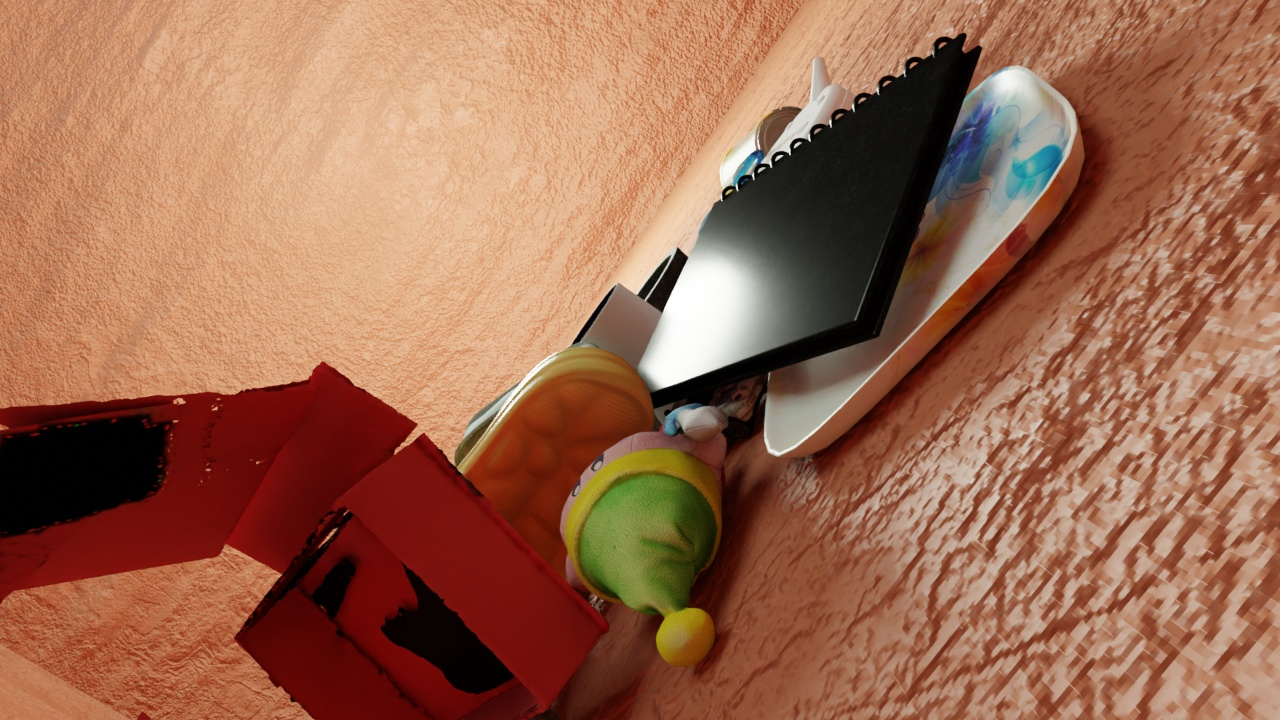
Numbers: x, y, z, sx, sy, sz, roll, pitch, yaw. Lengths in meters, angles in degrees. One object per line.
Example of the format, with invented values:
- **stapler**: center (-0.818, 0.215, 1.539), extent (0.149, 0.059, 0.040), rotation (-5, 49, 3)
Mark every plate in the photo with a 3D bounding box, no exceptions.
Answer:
- **plate**: center (0.123, -0.046, 0.425), extent (0.187, 0.016, 0.186), rotation (-51, 8, 27)

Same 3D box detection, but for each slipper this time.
- **slipper**: center (-0.081, 0.109, 0.536), extent (0.264, 0.099, 0.078), rotation (-53, 27, 22)

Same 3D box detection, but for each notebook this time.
- **notebook**: center (0.074, -0.062, 0.495), extent (0.232, 0.019, 0.168), rotation (-24, 38, 63)

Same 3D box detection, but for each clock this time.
- **clock**: center (0.112, -0.131, 0.650), extent (0.160, 0.073, 0.125), rotation (-56, 7, -7)

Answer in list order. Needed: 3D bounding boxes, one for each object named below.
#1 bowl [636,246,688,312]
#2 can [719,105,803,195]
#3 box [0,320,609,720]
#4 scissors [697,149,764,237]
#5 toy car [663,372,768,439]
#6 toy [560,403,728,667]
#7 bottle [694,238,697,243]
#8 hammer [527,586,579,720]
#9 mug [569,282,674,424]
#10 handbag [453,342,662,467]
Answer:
- **bowl**: center (0.023, -0.046, 0.903), extent (0.121, 0.056, 0.121), rotation (-54, 8, 10)
- **can**: center (0.120, -0.185, 0.851), extent (0.067, 0.067, 0.105), rotation (-57, 8, -14)
- **box**: center (-0.191, 0.093, 0.453), extent (0.212, 0.315, 0.123), rotation (-43, 25, 43)
- **scissors**: center (0.092, -0.145, 0.752), extent (0.140, 0.014, 0.091), rotation (-32, -22, -56)
- **toy car**: center (0.038, 0.031, 0.536), extent (0.113, 0.040, 0.048), rotation (-45, 13, 50)
- **toy**: center (0.013, 0.077, 0.427), extent (0.124, 0.097, 0.131), rotation (-48, -10, 9)
- **bottle**: center (0.080, -0.109, 0.859), extent (0.072, 0.046, 0.161), rotation (-52, 8, 18)
- **hammer**: center (-0.049, 0.152, 0.604), extent (0.147, 0.028, 0.316), rotation (-54, 8, 12)
- **mug**: center (-0.004, 0.004, 0.697), extent (0.078, 0.097, 0.112), rotation (-57, 8, -16)
- **handbag**: center (-0.051, 0.058, 0.610), extent (0.122, 0.106, 0.067), rotation (-37, 13, 2)
